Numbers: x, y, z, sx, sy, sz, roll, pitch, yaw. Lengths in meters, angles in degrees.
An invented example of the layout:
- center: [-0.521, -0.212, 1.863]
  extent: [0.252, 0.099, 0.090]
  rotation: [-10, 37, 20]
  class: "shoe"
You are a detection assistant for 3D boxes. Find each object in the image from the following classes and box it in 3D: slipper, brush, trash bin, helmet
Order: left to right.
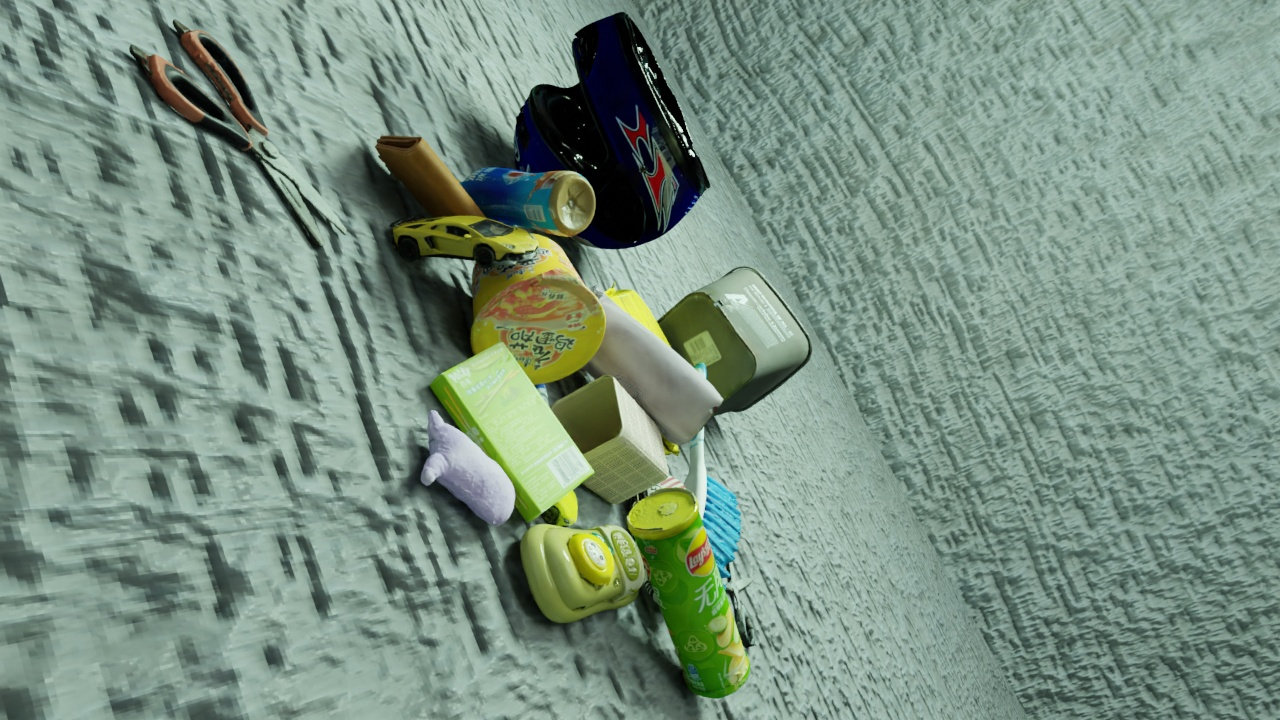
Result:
- center: [-0.039, 0.185, 0.852]
  extent: [0.190, 0.082, 0.091]
  rotation: [25, 36, -63]
  class: "slipper"
- center: [-0.058, -0.295, 1.270]
  extent: [0.315, 0.241, 0.247]
  rotation: [54, 17, -48]
  class: "helmet"
- center: [0.080, 0.142, 1.151]
  extent: [0.109, 0.061, 0.313]
  rotation: [40, 43, -22]
  class: "brush"
- center: [0.121, -0.020, 1.396]
  extent: [0.199, 0.199, 0.219]
  rotation: [53, 24, 9]
  class: "trash bin"

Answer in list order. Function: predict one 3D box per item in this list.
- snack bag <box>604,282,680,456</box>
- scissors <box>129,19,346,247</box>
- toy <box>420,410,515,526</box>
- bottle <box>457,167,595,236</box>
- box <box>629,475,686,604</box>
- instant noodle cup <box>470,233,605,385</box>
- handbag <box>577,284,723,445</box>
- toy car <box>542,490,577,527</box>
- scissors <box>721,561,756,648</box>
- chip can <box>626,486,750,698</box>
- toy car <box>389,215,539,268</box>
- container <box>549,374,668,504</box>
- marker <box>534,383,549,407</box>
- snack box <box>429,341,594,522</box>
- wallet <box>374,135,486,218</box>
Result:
- center: [0.001, 0.008, 1.241]
  extent: [0.246, 0.068, 0.157]
  rotation: [60, 19, 0]
  class: "snack bag"
- center: [-0.337, -0.195, 0.782]
  extent: [0.221, 0.015, 0.189]
  rotation: [32, 32, -55]
  class: "scissors"
- center: [-0.144, 0.099, 0.778]
  extent: [0.108, 0.039, 0.083]
  rotation: [50, 20, -32]
  class: "toy"
- center: [-0.142, -0.174, 0.989]
  extent: [0.065, 0.219, 0.065]
  rotation: [-14, 110, -44]
  class: "bottle"
- center: [0.030, 0.190, 1.016]
  extent: [0.075, 0.081, 0.163]
  rotation: [38, 30, -34]
  class: "box"
- center: [-0.115, -0.060, 0.962]
  extent: [0.138, 0.138, 0.109]
  rotation: [42, 18, -41]
  class: "instant noodle cup"
- center: [-0.006, 0.006, 1.087]
  extent: [0.197, 0.098, 0.145]
  rotation: [41, -5, -7]
  class: "handbag"
- center: [-0.091, 0.115, 0.899]
  extent: [0.105, 0.032, 0.048]
  rotation: [58, 18, -6]
  class: "toy car"
- center: [0.123, 0.297, 1.188]
  extent: [0.181, 0.014, 0.159]
  rotation: [33, 32, -54]
  class: "scissors"
- center: [0.051, 0.237, 0.917]
  extent: [0.072, 0.073, 0.221]
  rotation: [-76, 150, -64]
  class: "chip can"
- center: [-0.171, -0.119, 0.901]
  extent: [0.071, 0.156, 0.041]
  rotation: [-37, 133, -59]
  class: "toy car"
- center: [-0.031, 0.091, 1.001]
  extent: [0.111, 0.090, 0.090]
  rotation: [45, 23, -42]
  class: "container"
- center: [-0.102, 0.063, 0.975]
  extent: [0.017, 0.017, 0.145]
  rotation: [39, 27, -45]
  class: "marker"
- center: [-0.118, 0.064, 0.855]
  extent: [0.156, 0.026, 0.085]
  rotation: [54, 40, 1]
  class: "snack box"
- center: [-0.215, -0.178, 0.961]
  extent: [0.108, 0.031, 0.132]
  rotation: [21, -25, 51]
  class: "wallet"
